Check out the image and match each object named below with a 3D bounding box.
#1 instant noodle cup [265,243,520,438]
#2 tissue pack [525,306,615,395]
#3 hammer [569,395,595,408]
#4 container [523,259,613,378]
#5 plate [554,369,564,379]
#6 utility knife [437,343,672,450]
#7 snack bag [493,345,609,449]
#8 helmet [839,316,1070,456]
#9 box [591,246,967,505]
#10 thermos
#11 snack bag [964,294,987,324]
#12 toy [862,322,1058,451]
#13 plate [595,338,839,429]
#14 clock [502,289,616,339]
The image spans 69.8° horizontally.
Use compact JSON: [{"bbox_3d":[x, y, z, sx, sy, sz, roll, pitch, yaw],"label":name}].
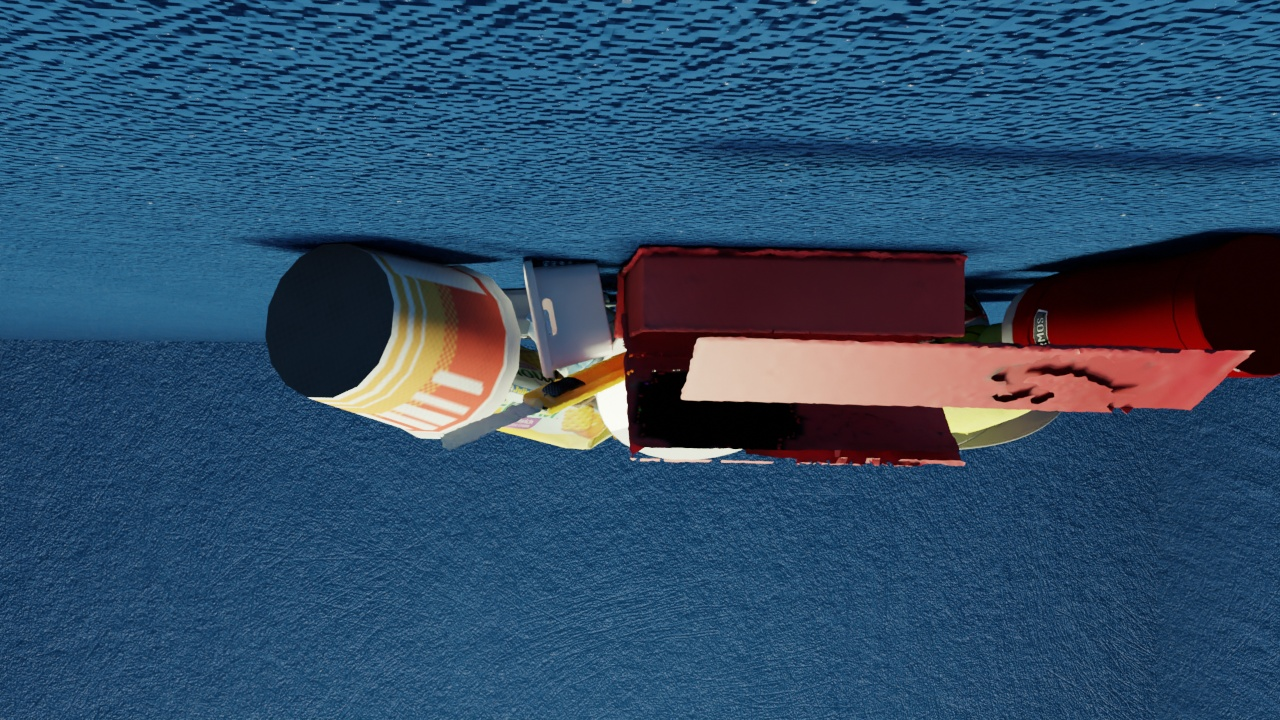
[{"bbox_3d":[-0.162,-0.015,0.594,0.123,0.123,0.121,0,172,21],"label":"instant noodle cup"},{"bbox_3d":[-0.005,0.005,0.817,0.181,0.070,0.112,26,-174,-35],"label":"tissue pack"},{"bbox_3d":[-0.031,0.010,1.072,0.098,0.052,0.327,41,-164,2],"label":"hammer"},{"bbox_3d":[-0.053,-0.031,0.670,0.049,0.080,0.129,-11,-179,-7],"label":"container"},{"bbox_3d":[-0.032,-0.013,0.949,0.131,0.025,0.131,-17,-166,4],"label":"plate"},{"bbox_3d":[-0.049,0.022,0.617,0.030,0.019,0.224,19,-151,32],"label":"utility knife"},{"bbox_3d":[-0.150,0.026,0.997,0.247,0.068,0.159,20,-167,-43],"label":"snack bag"},{"bbox_3d":[0.271,-0.008,0.903,0.272,0.118,0.182,-3,-145,26],"label":"helmet"},{"bbox_3d":[0.076,0.046,0.759,0.214,0.170,0.480,1,141,-7],"label":"box"},{"bbox_3d":[0.325,-0.028,0.581,0.108,0.084,0.199,-17,180,-7],"label":"thermos"},{"bbox_3d":[0.225,-0.039,0.812,0.144,0.039,0.130,-5,-170,17],"label":"snack bag"},{"bbox_3d":[0.278,0.015,0.766,0.239,0.087,0.189,-34,156,30],"label":"toy"},{"bbox_3d":[0.067,0.016,0.755,0.208,0.209,0.015,1,-138,-18],"label":"plate"},{"bbox_3d":[-0.103,-0.043,0.897,0.159,0.045,0.122,1,179,-7],"label":"clock"}]
